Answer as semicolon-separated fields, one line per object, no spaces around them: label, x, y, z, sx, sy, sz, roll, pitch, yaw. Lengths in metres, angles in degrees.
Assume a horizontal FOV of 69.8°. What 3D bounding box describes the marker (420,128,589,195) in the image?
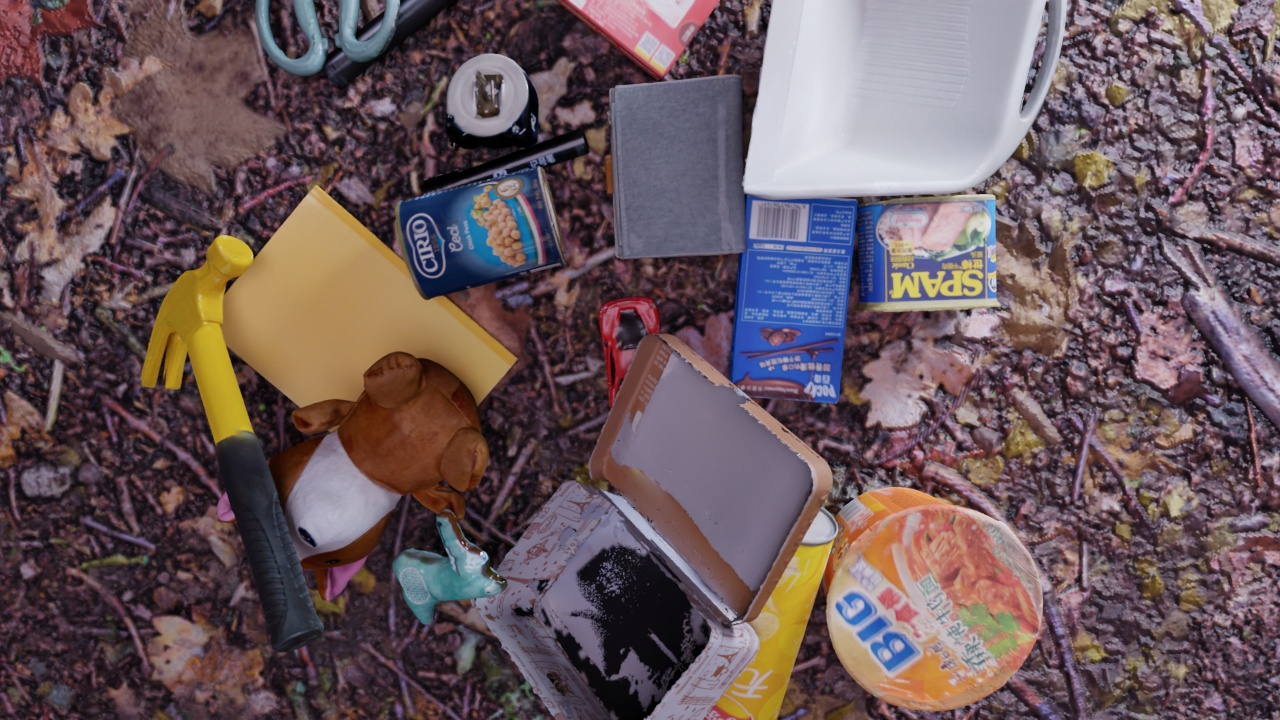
marker;-0.103;-0.147;0.700;0.132;0.020;0.022;-18;68;3

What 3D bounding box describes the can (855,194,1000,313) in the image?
can;0.214;-0.079;0.689;0.102;0.057;0.083;-3;95;0

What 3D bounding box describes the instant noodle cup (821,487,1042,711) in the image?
instant noodle cup;0.205;0.167;0.691;0.151;0.111;0.151;0;97;0

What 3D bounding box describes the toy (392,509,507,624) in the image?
toy;-0.143;0.153;0.674;0.092;0.030;0.096;-10;112;23

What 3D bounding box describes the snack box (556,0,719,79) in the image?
snack box;-0.023;-0.283;0.669;0.153;0.025;0.075;35;95;-12

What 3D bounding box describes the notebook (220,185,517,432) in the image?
notebook;-0.220;-0.015;0.720;0.206;0.010;0.146;41;95;-5

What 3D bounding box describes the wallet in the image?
wallet;0.025;-0.143;0.689;0.107;0.037;0.130;-1;95;13

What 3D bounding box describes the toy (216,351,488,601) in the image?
toy;-0.205;0.088;0.673;0.200;0.130;0.140;-36;103;14

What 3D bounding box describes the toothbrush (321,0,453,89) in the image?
toothbrush;-0.149;-0.276;0.680;0.213;0.026;0.027;-37;108;4

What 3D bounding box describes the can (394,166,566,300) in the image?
can;-0.115;-0.094;0.678;0.111;0.075;0.075;-14;97;1

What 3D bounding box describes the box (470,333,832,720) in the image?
box;0.012;0.133;0.647;0.178;0.102;0.261;41;98;37

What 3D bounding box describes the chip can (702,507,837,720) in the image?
chip can;0.088;0.207;0.693;0.072;0.072;0.214;12;111;-2

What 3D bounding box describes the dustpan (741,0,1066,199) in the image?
dustpan;0.191;-0.212;0.595;0.143;0.257;0.223;15;109;23

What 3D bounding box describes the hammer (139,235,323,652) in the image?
hammer;-0.282;0.059;0.640;0.129;0.032;0.300;-42;62;23

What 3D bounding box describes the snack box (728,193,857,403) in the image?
snack box;0.116;-0.048;0.707;0.084;0.026;0.157;4;97;0

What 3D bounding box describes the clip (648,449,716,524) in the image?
clip;0.047;0.102;0.727;0.035;0.096;0.101;-48;53;6

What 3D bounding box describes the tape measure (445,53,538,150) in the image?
tape measure;-0.110;-0.191;0.680;0.066;0.033;0.066;-2;86;8

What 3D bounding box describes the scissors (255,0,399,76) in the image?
scissors;-0.253;-0.287;0.673;0.129;0.019;0.185;-29;81;5

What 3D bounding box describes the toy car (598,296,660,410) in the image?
toy car;-0.004;0.004;0.713;0.049;0.031;0.106;-6;99;2
